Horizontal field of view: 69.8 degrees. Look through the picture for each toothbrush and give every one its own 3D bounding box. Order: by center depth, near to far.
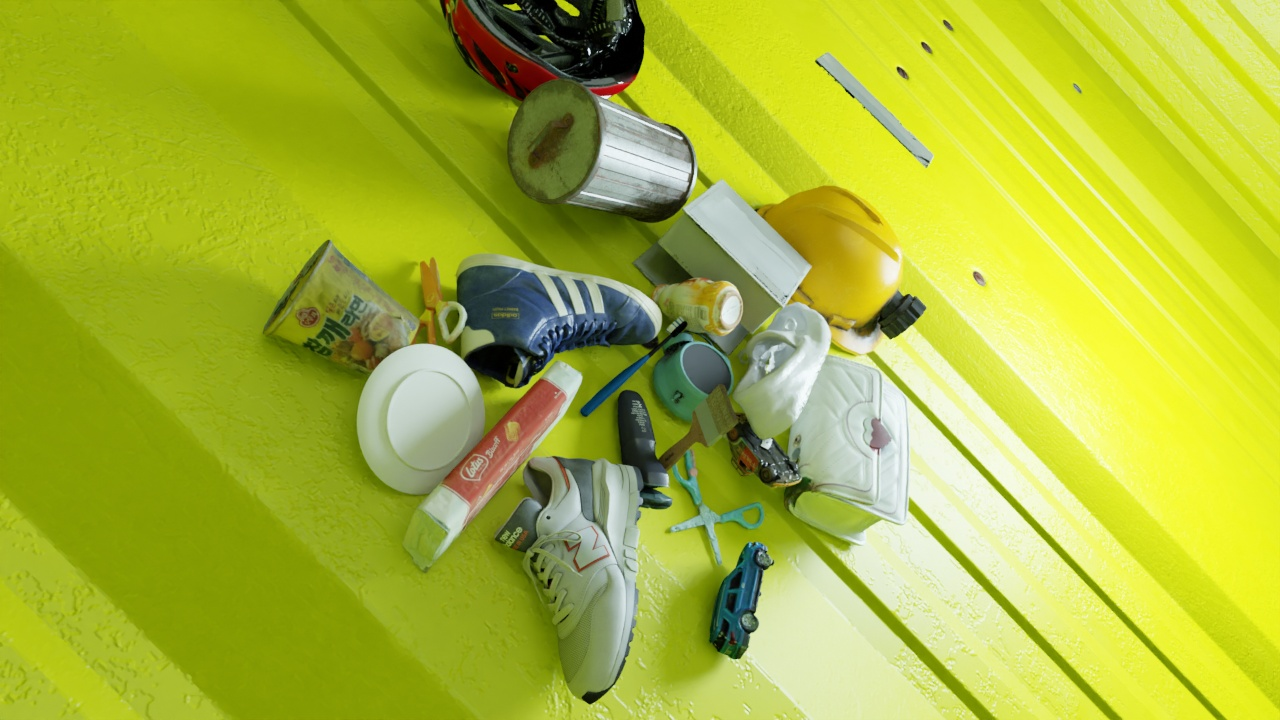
[{"bbox_3d":[-0.006,0.006,0.995,0.014,0.014,0.167,44,63,10],"label":"toothbrush"}]

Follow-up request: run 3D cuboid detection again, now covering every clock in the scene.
[{"bbox_3d":[0.064,0.012,1.046,0.090,0.053,0.124,28,47,-19],"label":"clock"}]

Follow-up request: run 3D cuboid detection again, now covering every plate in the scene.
[{"bbox_3d":[-0.190,0.052,0.821,0.134,0.011,0.134,0,90,-47],"label":"plate"}]

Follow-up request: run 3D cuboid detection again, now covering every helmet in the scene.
[{"bbox_3d":[-0.122,-0.408,1.097,0.271,0.167,0.217,17,65,-33],"label":"helmet"},{"bbox_3d":[0.282,-0.145,1.250,0.255,0.132,0.204,46,47,-1],"label":"helmet"}]

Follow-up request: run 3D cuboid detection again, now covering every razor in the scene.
[{"bbox_3d":[-0.001,0.091,0.954,0.047,0.052,0.142,10,52,-28],"label":"razor"}]

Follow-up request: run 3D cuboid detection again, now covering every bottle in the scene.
[{"bbox_3d":[0.063,-0.064,1.057,0.063,0.109,0.063,-15,111,-46],"label":"bottle"}]

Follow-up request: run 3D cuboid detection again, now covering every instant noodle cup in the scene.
[{"bbox_3d":[-0.263,-0.037,0.822,0.108,0.102,0.102,35,47,-24],"label":"instant noodle cup"}]

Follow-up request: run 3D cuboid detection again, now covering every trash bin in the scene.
[{"bbox_3d":[-0.043,-0.230,1.035,0.210,0.131,0.130,1,61,-55],"label":"trash bin"}]

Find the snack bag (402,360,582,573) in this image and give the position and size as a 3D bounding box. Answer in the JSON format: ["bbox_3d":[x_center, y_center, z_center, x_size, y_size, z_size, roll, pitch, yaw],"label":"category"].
[{"bbox_3d":[-0.131,0.089,0.840,0.041,0.078,0.224,37,46,5],"label":"snack bag"}]

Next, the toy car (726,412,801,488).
[{"bbox_3d":[0.130,0.109,1.031,0.047,0.047,0.112,-7,45,-36],"label":"toy car"}]

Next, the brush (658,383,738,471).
[{"bbox_3d":[0.049,0.082,0.927,0.008,0.143,0.045,5,51,-35],"label":"brush"}]

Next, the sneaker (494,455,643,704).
[{"bbox_3d":[-0.072,0.179,0.828,0.124,0.089,0.239,24,42,-16],"label":"sneaker"}]

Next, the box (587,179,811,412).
[{"bbox_3d":[0.042,-0.055,1.240,0.169,0.405,0.171,44,46,0],"label":"box"}]

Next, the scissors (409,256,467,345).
[{"bbox_3d":[-0.200,-0.062,0.904,0.013,0.070,0.130,49,23,-50],"label":"scissors"}]

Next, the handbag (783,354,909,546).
[{"bbox_3d":[0.243,0.100,1.089,0.142,0.096,0.198,26,52,-19],"label":"handbag"}]

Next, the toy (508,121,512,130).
[{"bbox_3d":[-0.114,-0.247,1.089,0.110,0.047,0.063,41,46,-24],"label":"toy"}]

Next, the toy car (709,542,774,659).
[{"bbox_3d":[0.101,0.239,0.926,0.043,0.056,0.120,19,55,4],"label":"toy car"}]

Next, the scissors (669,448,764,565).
[{"bbox_3d":[0.079,0.155,0.997,0.135,0.015,0.135,-1,69,-33],"label":"scissors"}]

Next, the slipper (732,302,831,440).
[{"bbox_3d":[0.161,-0.001,1.082,0.074,0.112,0.246,63,30,-20],"label":"slipper"}]

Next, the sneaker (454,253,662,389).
[{"bbox_3d":[-0.078,-0.022,0.937,0.233,0.092,0.118,18,49,-25],"label":"sneaker"}]
